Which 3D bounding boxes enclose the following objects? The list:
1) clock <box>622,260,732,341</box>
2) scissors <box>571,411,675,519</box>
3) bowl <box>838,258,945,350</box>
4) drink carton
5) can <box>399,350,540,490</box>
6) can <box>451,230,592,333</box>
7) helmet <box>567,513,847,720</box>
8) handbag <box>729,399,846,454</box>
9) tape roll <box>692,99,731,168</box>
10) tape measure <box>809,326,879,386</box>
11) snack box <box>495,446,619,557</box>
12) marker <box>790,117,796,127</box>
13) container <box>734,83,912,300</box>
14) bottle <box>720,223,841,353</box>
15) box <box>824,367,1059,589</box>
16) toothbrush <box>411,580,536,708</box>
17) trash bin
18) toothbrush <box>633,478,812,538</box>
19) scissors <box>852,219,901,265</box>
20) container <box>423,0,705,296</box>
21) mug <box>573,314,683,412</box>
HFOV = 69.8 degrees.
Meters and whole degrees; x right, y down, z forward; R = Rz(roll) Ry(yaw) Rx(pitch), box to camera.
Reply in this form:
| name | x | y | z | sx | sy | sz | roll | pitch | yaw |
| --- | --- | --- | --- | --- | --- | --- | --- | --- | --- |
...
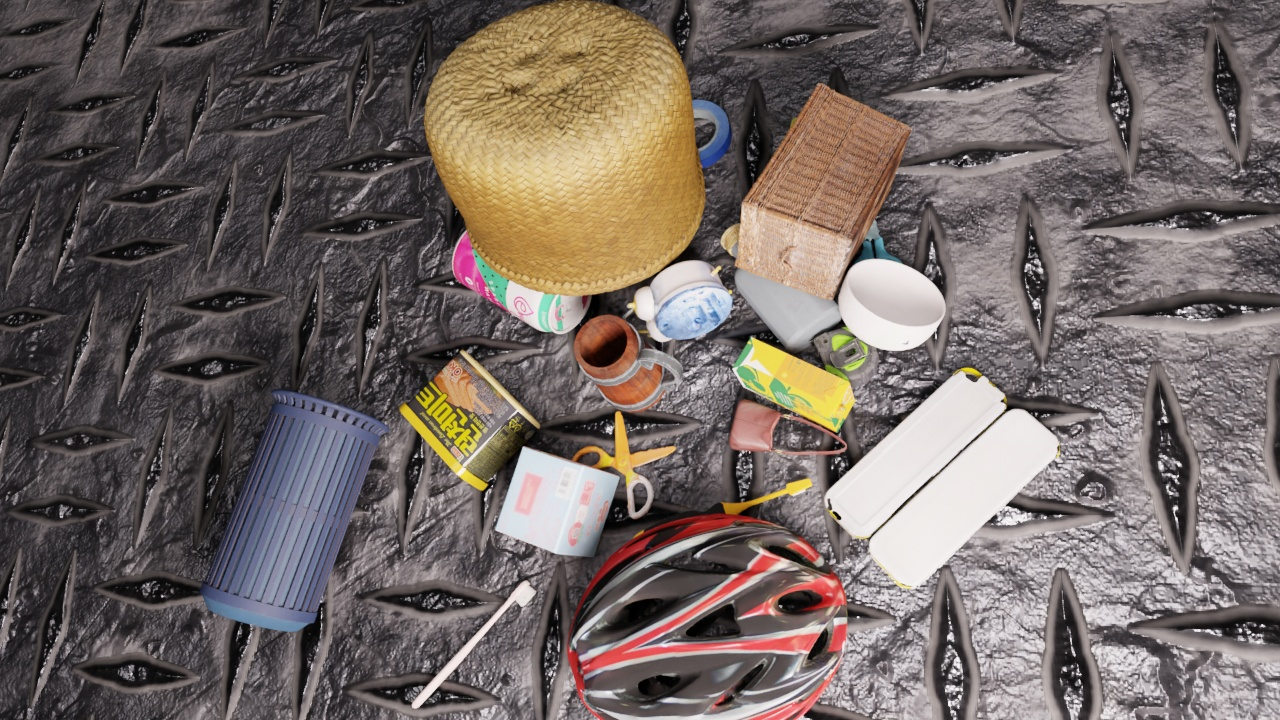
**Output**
| name | x | y | z | sx | sy | sz | roll | pitch | yaw |
| --- | --- | --- | --- | --- | --- | --- | --- | --- | --- |
| clock | 0.040 | -0.061 | 1.020 | 0.125 | 0.089 | 0.052 | -23 | 58 | 7 |
| scissors | -0.019 | 0.116 | 1.013 | 0.125 | 0.011 | 0.128 | -17 | 67 | 14 |
| bowl | 0.254 | -0.052 | 0.946 | 0.105 | 0.054 | 0.104 | 7 | 44 | -7 |
| drink carton | 0.163 | 0.027 | 0.957 | 0.122 | 0.058 | 0.041 | 27 | 80 | 26 |
| can | -0.196 | 0.067 | 1.061 | 0.101 | 0.072 | 0.131 | -46 | 62 | -6 |
| can | -0.144 | -0.101 | 1.099 | 0.166 | 0.088 | 0.088 | 31 | 81 | 27 |
| helmet | 0.064 | 0.252 | 0.859 | 0.272 | 0.167 | 0.217 | -18 | 71 | -2 |
| handbag | 0.156 | 0.078 | 0.962 | 0.120 | 0.029 | 0.055 | 11 | 75 | 17 |
| tape roll | 0.066 | -0.280 | 1.138 | 0.091 | 0.016 | 0.093 | -15 | 65 | 13 |
| tape measure | 0.219 | -0.006 | 0.964 | 0.059 | 0.036 | 0.065 | -27 | 62 | 6 |
| snack box | -0.086 | 0.150 | 0.969 | 0.079 | 0.094 | 0.093 | 15 | 83 | 26 |
| marker | 0.175 | -0.225 | 1.077 | 0.017 | 0.021 | 0.123 | 9 | 76 | 23 |
| container | 0.192 | -0.175 | 0.967 | 0.113 | 0.114 | 0.198 | 25 | 65 | 14 |
| bottle | 0.147 | -0.088 | 1.016 | 0.072 | 0.046 | 0.161 | -37 | 62 | 2 |
| box | 0.293 | 0.113 | 0.900 | 0.209 | 0.023 | 0.127 | -42 | 61 | -2 |
| toothbrush | -0.181 | 0.309 | 0.990 | 0.181 | 0.016 | 0.018 | -46 | 68 | -3 |
| trash bin | -0.398 | 0.173 | 1.053 | 0.139 | 0.139 | 0.249 | 10 | 74 | 22 |
| toothbrush | 0.083 | 0.159 | 0.950 | 0.197 | 0.031 | 0.031 | -21 | 53 | 8 |
| scissors | 0.257 | -0.136 | 1.017 | 0.057 | 0.015 | 0.136 | -10 | 69 | 18 |
| container | -0.082 | -0.245 | 1.016 | 0.307 | 0.197 | 0.306 | -5 | 56 | 8 |
| mug | -0.006 | 0.006 | 0.995 | 0.117 | 0.111 | 0.081 | 12 | 74 | 23 |
